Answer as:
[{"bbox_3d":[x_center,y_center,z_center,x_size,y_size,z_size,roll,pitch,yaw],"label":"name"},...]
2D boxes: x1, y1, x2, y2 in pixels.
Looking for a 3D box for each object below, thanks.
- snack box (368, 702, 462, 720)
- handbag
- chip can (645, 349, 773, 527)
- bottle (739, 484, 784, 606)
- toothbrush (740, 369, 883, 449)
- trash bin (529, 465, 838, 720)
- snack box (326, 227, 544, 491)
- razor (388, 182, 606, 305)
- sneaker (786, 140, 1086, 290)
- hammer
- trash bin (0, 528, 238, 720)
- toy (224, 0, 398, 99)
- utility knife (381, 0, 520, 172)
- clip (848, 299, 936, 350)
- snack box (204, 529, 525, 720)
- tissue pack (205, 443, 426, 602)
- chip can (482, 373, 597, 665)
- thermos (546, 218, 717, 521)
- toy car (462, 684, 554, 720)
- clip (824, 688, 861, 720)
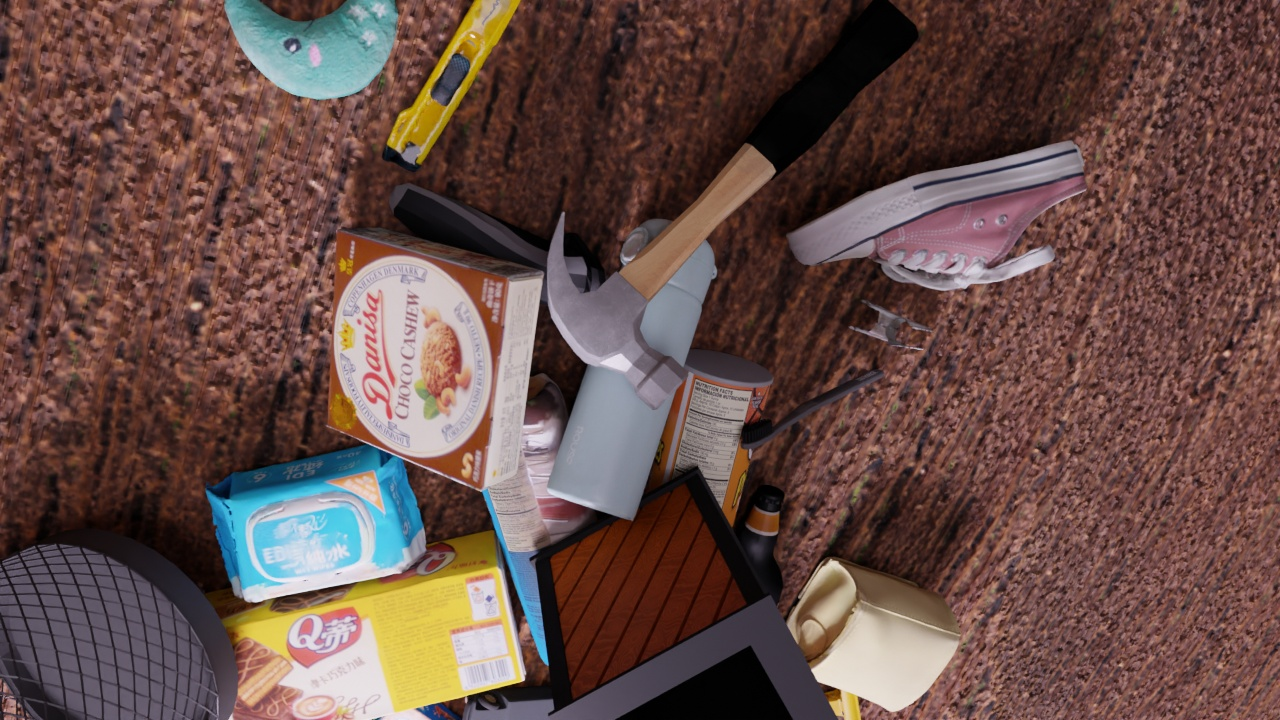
[{"bbox_3d":[-0.175,0.344,0.774,0.087,0.034,0.151,-43,111,4],"label":"snack box"},{"bbox_3d":[0.193,0.238,0.796,0.119,0.081,0.111,22,110,-20],"label":"handbag"},{"bbox_3d":[0.041,0.105,0.717,0.075,0.075,0.215,8,107,-15],"label":"chip can"},{"bbox_3d":[0.087,0.189,0.764,0.059,0.059,0.182,8,106,-15],"label":"bottle"},{"bbox_3d":[0.135,0.034,0.706,0.167,0.013,0.013,-21,115,-37],"label":"toothbrush"},{"bbox_3d":[0.027,0.193,0.610,0.139,0.171,0.140,-29,111,0],"label":"trash bin"},{"bbox_3d":[-0.143,-0.005,0.616,0.147,0.041,0.143,17,108,25],"label":"snack box"},{"bbox_3d":[-0.100,-0.079,0.639,0.156,0.057,0.060,17,61,-16],"label":"razor"},{"bbox_3d":[0.224,-0.094,0.674,0.240,0.118,0.088,-16,93,-13],"label":"sneaker"},{"bbox_3d":[0.069,-0.124,0.620,0.131,0.039,0.327,43,79,2],"label":"hammer"},{"bbox_3d":[-0.398,0.239,0.556,0.218,0.226,0.218,5,110,13],"label":"trash bin"},{"bbox_3d":[-0.205,-0.210,0.583,0.105,0.033,0.085,-12,100,-7],"label":"toy"},{"bbox_3d":[-0.118,-0.205,0.613,0.030,0.017,0.179,29,97,-29],"label":"utility knife"},{"bbox_3d":[0.192,-0.019,0.719,0.058,0.101,0.050,15,95,27],"label":"clip"},{"bbox_3d":[-0.213,0.213,0.707,0.230,0.061,0.110,-11,110,-8],"label":"snack box"},{"bbox_3d":[-0.236,0.120,0.670,0.144,0.061,0.093,-11,111,-8],"label":"tissue pack"},{"bbox_3d":[-0.071,0.124,0.701,0.080,0.079,0.230,-17,111,-6],"label":"chip can"},{"bbox_3d":[-0.004,0.004,0.646,0.078,0.065,0.206,25,79,-40],"label":"thermos"},{"bbox_3d":[-0.095,0.296,0.774,0.112,0.034,0.046,4,103,-21],"label":"toy car"},{"bbox_3d":[0.181,0.318,0.844,0.048,0.045,0.054,-25,116,-30],"label":"clip"}]
